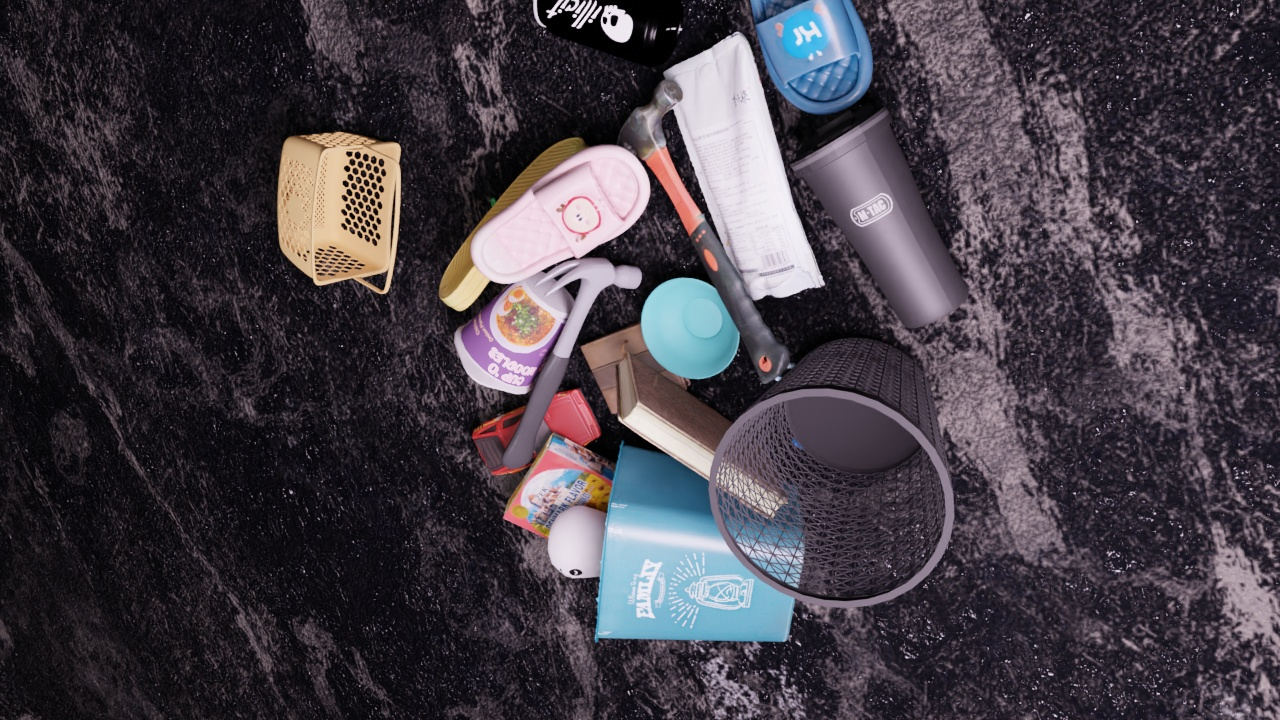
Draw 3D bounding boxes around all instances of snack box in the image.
[{"bbox_3d":[-0.087,0.183,1.216,0.145,0.040,0.143,28,123,-11],"label":"snack box"}]

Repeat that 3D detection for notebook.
[{"bbox_3d":[0.061,0.071,1.044,0.215,0.190,0.034,34,107,-17],"label":"notebook"}]

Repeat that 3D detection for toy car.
[{"bbox_3d":[-0.140,0.097,1.230,0.190,0.056,0.081,-23,100,29],"label":"toy car"}]

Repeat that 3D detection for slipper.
[{"bbox_3d":[-0.138,-0.155,1.101,0.078,0.099,0.264,33,110,-33],"label":"slipper"},{"bbox_3d":[0.153,-0.344,0.907,0.104,0.059,0.214,-20,98,33],"label":"slipper"},{"bbox_3d":[-0.088,-0.153,1.016,0.222,0.055,0.107,-29,124,14],"label":"slipper"}]

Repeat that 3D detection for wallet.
[{"bbox_3d":[-0.007,0.007,1.143,0.121,0.026,0.098,-20,97,31],"label":"wallet"}]

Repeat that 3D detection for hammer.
[{"bbox_3d":[-0.109,0.010,1.127,0.029,0.124,0.312,49,124,40],"label":"hammer"},{"bbox_3d":[0.069,-0.128,0.994,0.133,0.033,0.333,-40,74,45],"label":"hammer"}]

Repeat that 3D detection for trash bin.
[{"bbox_3d":[0.207,0.088,0.930,0.217,0.242,0.217,7,111,18],"label":"trash bin"},{"bbox_3d":[0.068,0.221,1.078,0.218,0.198,0.197,6,114,2],"label":"trash bin"}]

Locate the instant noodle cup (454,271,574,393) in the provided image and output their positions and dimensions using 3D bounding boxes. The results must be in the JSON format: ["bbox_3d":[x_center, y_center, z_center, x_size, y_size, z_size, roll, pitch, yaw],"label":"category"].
[{"bbox_3d":[-0.150,-0.041,1.143,0.122,0.136,0.122,40,113,-3],"label":"instant noodle cup"}]

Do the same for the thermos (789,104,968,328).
[{"bbox_3d":[0.244,-0.142,0.919,0.106,0.105,0.218,-27,101,32],"label":"thermos"}]

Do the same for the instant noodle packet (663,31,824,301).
[{"bbox_3d":[0.111,-0.198,0.979,0.147,0.057,0.269,-2,110,57],"label":"instant noodle packet"}]

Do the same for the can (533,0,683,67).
[{"bbox_3d":[-0.034,-0.370,0.975,0.146,0.080,0.080,24,118,17],"label":"can"}]

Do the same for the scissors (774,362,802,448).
[{"bbox_3d":[0.203,0.048,1.063,0.130,0.013,0.126,34,119,6],"label":"scissors"}]

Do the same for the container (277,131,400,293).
[{"bbox_3d":[-0.378,-0.193,1.191,0.167,0.129,0.184,28,119,25],"label":"container"}]

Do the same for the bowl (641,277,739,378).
[{"bbox_3d":[0.065,-0.043,1.074,0.121,0.046,0.121,10,113,23],"label":"bowl"}]

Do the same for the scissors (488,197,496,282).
[{"bbox_3d":[-0.162,-0.144,1.170,0.117,0.012,0.130,36,120,8],"label":"scissors"}]

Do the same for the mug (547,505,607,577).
[{"bbox_3d":[-0.077,0.237,1.181,0.076,0.090,0.124,7,158,3],"label":"mug"}]
